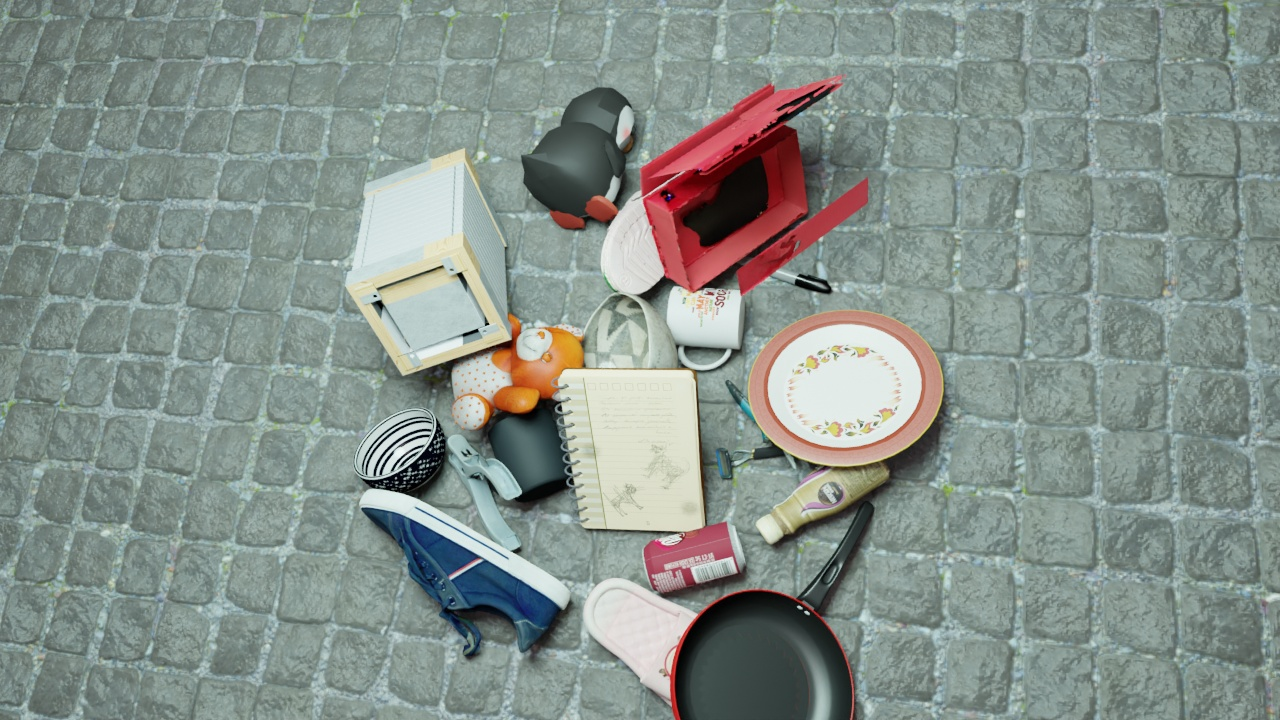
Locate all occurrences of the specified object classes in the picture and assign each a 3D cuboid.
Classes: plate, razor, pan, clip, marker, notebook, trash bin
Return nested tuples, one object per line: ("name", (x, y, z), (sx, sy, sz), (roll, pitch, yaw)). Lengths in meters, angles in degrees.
("plate", (0.246, 0.033, 1.114), (0.230, 0.021, 0.229), (-8, 52, 10))
("razor", (0.166, 0.114, 1.133), (0.144, 0.022, 0.043), (-9, 114, 3))
("pan", (0.172, 0.308, 1.041), (0.209, 0.067, 0.355), (36, 63, 1))
("clip", (-0.194, 0.182, 1.166), (0.030, 0.159, 0.174), (-20, 30, -30))
("marker", (0.184, -0.116, 1.200), (0.139, 0.016, 0.022), (22, 48, 17))
("notebook", (-0.012, 0.111, 1.084), (0.167, 0.226, 0.024), (0, 30, 11))
("trash bin", (-0.260, -0.130, 1.162), (0.142, 0.142, 0.246), (-18, 39, 5))

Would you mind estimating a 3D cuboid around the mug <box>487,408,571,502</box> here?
("mug", (-0.150, 0.130, 1.161), (0.122, 0.085, 0.094), (-34, 68, 29))

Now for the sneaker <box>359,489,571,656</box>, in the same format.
("sneaker", (-0.238, 0.264, 1.122), (0.295, 0.121, 0.127), (28, 68, 14))

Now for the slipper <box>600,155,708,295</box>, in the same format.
("slipper", (0.021, -0.182, 1.207), (0.238, 0.064, 0.094), (-49, 115, -24))

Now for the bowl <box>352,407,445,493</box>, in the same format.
("bowl", (-0.301, 0.126, 1.186), (0.120, 0.066, 0.120), (-18, 38, 14))

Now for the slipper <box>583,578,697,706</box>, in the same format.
("slipper", (0.031, 0.335, 1.073), (0.221, 0.056, 0.106), (32, 80, 17))

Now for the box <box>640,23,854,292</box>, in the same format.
("box", (0.107, -0.239, 1.073), (0.210, 0.319, 0.121), (-35, 68, -18))

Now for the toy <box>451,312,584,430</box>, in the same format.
("toy", (-0.153, 0.008, 1.139), (0.172, 0.093, 0.163), (-14, 48, 2))

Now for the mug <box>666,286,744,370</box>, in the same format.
("mug", (0.083, -0.040, 1.171), (0.090, 0.073, 0.105), (4, 100, 12))

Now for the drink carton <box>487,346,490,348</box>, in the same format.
("drink carton", (-0.145, 0.007, 1.211), (0.122, 0.040, 0.058), (3, 74, 11))

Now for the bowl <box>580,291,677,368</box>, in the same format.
("bowl", (-0.007, 0.007, 1.146), (0.081, 0.179, 0.178), (8, 70, -33))

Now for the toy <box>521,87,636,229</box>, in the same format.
("toy", (-0.078, -0.295, 1.238), (0.159, 0.140, 0.183), (-5, 55, 47))

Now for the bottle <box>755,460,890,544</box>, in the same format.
("bottle", (0.213, 0.160, 1.088), (0.166, 0.059, 0.059), (-34, 71, 0))

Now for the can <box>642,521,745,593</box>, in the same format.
("can", (0.064, 0.235, 1.092), (0.114, 0.063, 0.063), (-16, 71, 6))

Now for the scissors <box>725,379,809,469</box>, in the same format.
("scissors", (0.160, 0.065, 1.135), (0.123, 0.019, 0.148), (11, 59, 7))
